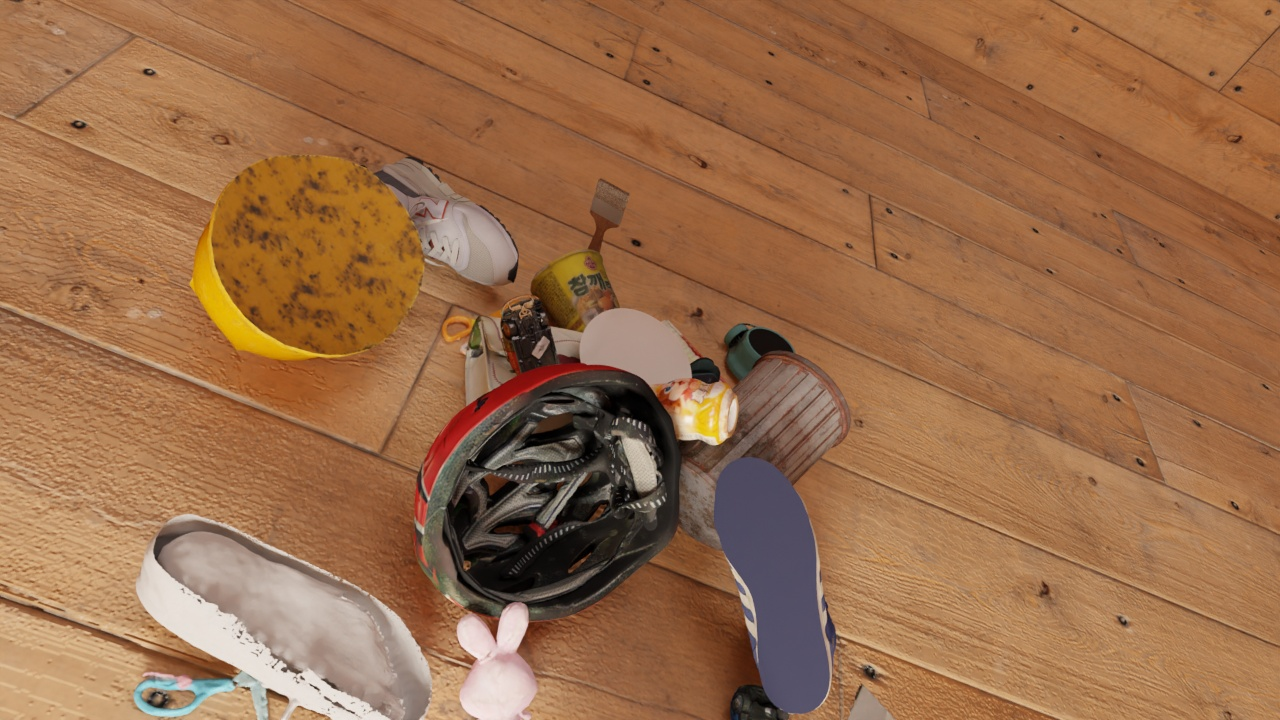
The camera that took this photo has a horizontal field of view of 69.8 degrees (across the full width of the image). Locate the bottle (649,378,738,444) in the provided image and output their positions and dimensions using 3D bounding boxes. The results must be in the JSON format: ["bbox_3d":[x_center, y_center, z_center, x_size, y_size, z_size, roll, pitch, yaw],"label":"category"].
[{"bbox_3d":[0.041,0.048,0.917,0.109,0.063,0.063,7,35,20],"label":"bottle"}]

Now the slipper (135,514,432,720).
[{"bbox_3d":[-0.269,0.212,0.701,0.246,0.075,0.112,36,46,-16],"label":"slipper"}]

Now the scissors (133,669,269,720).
[{"bbox_3d":[-0.317,0.233,0.716,0.135,0.015,0.135,11,47,-31],"label":"scissors"}]

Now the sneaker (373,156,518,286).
[{"bbox_3d":[-0.263,-0.154,1.100,0.240,0.089,0.124,40,45,25],"label":"sneaker"}]

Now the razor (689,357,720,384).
[{"bbox_3d":[0.043,0.057,1.061,0.052,0.047,0.142,18,59,35],"label":"razor"}]

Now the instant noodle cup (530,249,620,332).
[{"bbox_3d":[-0.068,-0.065,1.116,0.102,0.102,0.108,-14,65,-40],"label":"instant noodle cup"}]

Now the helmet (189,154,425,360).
[{"bbox_3d":[-0.353,-0.088,0.928,0.205,0.132,0.254,60,32,-13],"label":"helmet"}]

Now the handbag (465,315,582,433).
[{"bbox_3d":[-0.085,0.023,1.006,0.198,0.096,0.141,9,46,-23],"label":"handbag"}]

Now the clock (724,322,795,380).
[{"bbox_3d":[0.160,-0.011,1.224,0.090,0.053,0.124,12,40,-21],"label":"clock"}]

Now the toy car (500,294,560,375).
[{"bbox_3d":[-0.113,-0.010,0.917,0.047,0.047,0.112,-21,101,-30],"label":"toy car"}]

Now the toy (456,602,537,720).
[{"bbox_3d":[-0.119,0.258,0.761,0.063,0.047,0.110,-3,91,-18],"label":"toy"}]

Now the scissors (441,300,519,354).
[{"bbox_3d":[-0.173,-0.040,1.083,0.070,0.013,0.130,44,43,15],"label":"scissors"}]

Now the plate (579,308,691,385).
[{"bbox_3d":[-0.006,0.006,0.984,0.134,0.011,0.134,14,58,-24],"label":"plate"}]

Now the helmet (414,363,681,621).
[{"bbox_3d":[-0.088,0.115,0.835,0.271,0.217,0.167,-25,19,-33],"label":"helmet"}]

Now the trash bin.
[{"bbox_3d":[0.124,0.091,0.995,0.131,0.131,0.210,42,60,14],"label":"trash bin"}]

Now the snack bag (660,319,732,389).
[{"bbox_3d":[0.076,0.042,1.129,0.077,0.041,0.225,-23,64,-43],"label":"snack bag"}]

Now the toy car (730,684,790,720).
[{"bbox_3d":[0.105,0.351,0.823,0.056,0.044,0.120,18,39,-15],"label":"toy car"}]

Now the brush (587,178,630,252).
[{"bbox_3d":[-0.052,-0.162,1.180,0.045,0.143,0.008,30,38,12],"label":"brush"}]

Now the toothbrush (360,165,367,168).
[{"bbox_3d":[-0.394,-0.206,1.117,0.167,0.014,0.014,-43,111,-46],"label":"toothbrush"}]

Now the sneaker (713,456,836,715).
[{"bbox_3d":[0.140,0.212,0.892,0.118,0.091,0.233,32,42,-70],"label":"sneaker"}]
